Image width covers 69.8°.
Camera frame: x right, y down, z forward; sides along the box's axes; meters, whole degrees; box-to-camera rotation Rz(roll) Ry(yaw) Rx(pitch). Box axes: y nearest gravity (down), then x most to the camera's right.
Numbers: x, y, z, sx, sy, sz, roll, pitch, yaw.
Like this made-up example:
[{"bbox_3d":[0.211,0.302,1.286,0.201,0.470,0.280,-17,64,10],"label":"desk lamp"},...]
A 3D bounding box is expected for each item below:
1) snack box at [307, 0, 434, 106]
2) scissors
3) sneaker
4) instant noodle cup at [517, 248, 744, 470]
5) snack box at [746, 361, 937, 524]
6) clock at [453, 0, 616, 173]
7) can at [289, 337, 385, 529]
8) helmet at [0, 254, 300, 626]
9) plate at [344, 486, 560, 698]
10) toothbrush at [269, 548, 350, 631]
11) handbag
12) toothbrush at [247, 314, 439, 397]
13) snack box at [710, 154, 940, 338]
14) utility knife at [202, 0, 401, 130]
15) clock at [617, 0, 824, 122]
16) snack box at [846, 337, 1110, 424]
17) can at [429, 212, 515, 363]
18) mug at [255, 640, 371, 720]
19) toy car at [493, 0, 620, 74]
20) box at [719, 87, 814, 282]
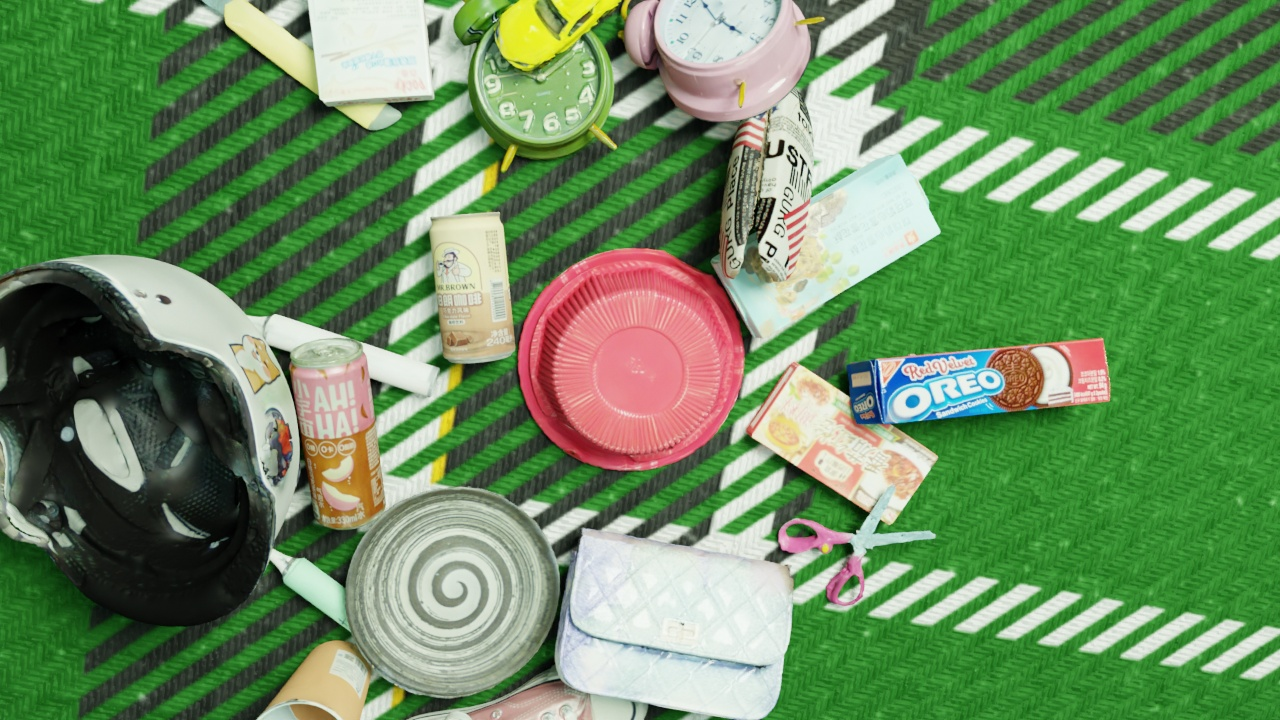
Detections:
[{"bbox_3d":[-0.210,-0.278,0.702,0.084,0.027,0.157,-6,97,-9],"label":"snack box"},{"bbox_3d":[0.190,0.166,0.803,0.133,0.017,0.130,-7,109,12],"label":"scissors"},{"bbox_3d":[-0.107,0.328,0.783,0.241,0.088,0.118,-14,100,-2],"label":"sneaker"},{"bbox_3d":[-0.004,0.004,0.752,0.194,0.066,0.194,-1,98,-4],"label":"instant noodle cup"},{"bbox_3d":[0.175,0.072,0.796,0.153,0.025,0.075,33,95,-9],"label":"snack box"},{"bbox_3d":[-0.081,-0.234,0.711,0.116,0.056,0.161,-13,99,-3],"label":"clock"},{"bbox_3d":[-0.240,0.059,0.730,0.058,0.058,0.147,-2,112,-4],"label":"can"},{"bbox_3d":[-0.355,0.042,0.683,0.230,0.156,0.274,-15,112,16],"label":"helmet"},{"bbox_3d":[-0.159,0.196,0.782,0.179,0.024,0.179,0,90,-12],"label":"plate"},{"bbox_3d":[-0.271,0.197,0.780,0.224,0.026,0.027,40,123,-10],"label":"toothbrush"},{"bbox_3d":[0.030,0.223,0.773,0.194,0.076,0.134,11,71,-8],"label":"handbag"},{"bbox_3d":[-0.273,-0.016,0.746,0.221,0.026,0.026,19,119,-7],"label":"toothbrush"},{"bbox_3d":[0.150,-0.094,0.754,0.175,0.051,0.074,-31,99,1],"label":"snack box"},{"bbox_3d":[-0.285,-0.250,0.711,0.220,0.022,0.031,36,94,-16],"label":"utility knife"},{"bbox_3d":[0.052,-0.255,0.699,0.158,0.060,0.117,39,86,29],"label":"clock"},{"bbox_3d":[0.281,0.018,0.768,0.207,0.058,0.057,-5,88,-9],"label":"snack box"},{"bbox_3d":[-0.134,-0.059,0.734,0.058,0.058,0.116,-5,99,-4],"label":"can"},{"bbox_3d":[-0.260,0.281,0.746,0.078,0.122,0.078,-1,100,-4],"label":"mug"},{"bbox_3d":[-0.059,-0.254,0.665,0.105,0.032,0.048,-38,100,3],"label":"toy car"},{"bbox_3d":[0.085,-0.140,0.710,0.083,0.075,0.163,1,70,29],"label":"box"}]
